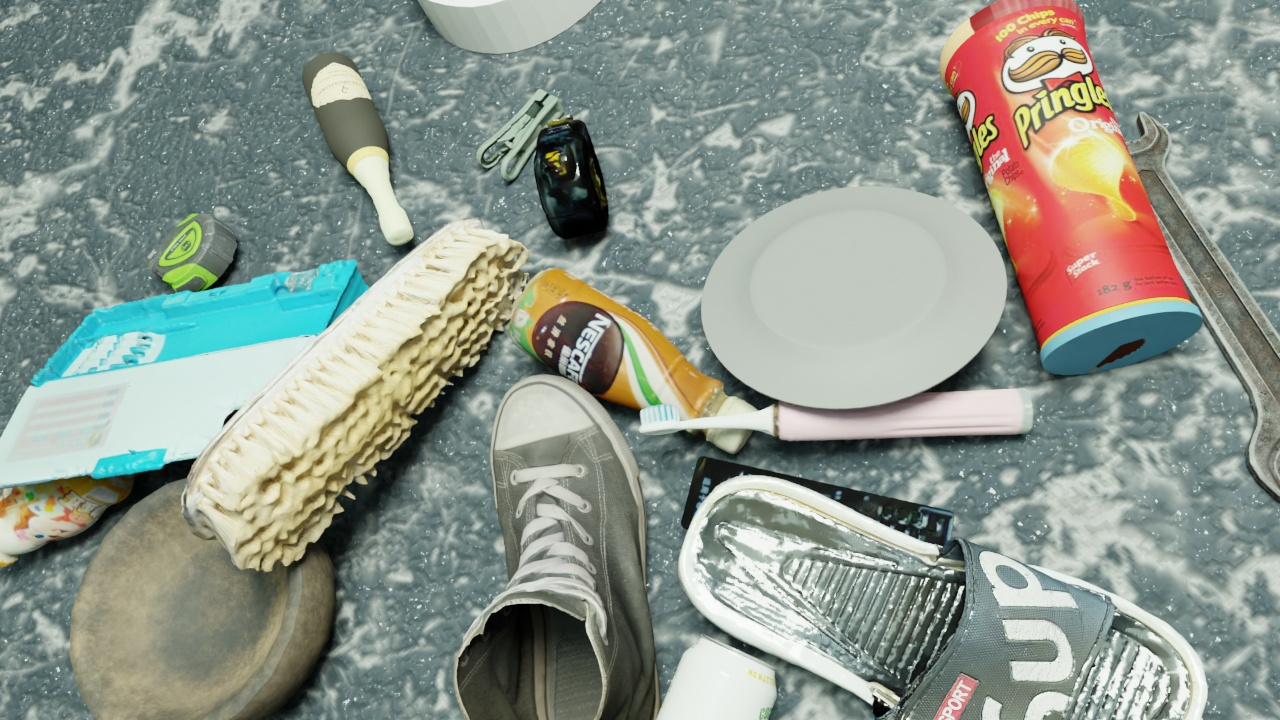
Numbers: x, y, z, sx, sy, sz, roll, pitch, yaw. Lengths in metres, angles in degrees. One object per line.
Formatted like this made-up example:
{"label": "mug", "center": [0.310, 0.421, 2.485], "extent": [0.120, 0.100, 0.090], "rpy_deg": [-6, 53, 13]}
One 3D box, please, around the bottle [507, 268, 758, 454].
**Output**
{"label": "bottle", "center": [-0.003, 0.003, 0.579], "extent": [0.167, 0.059, 0.059], "rpy_deg": [31, 79, 15]}

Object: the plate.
{"label": "plate", "center": [0.123, -0.047, 0.548], "extent": [0.178, 0.012, 0.178], "rpy_deg": [-10, 49, 12]}

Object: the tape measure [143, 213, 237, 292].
{"label": "tape measure", "center": [-0.347, -0.082, 0.720], "extent": [0.065, 0.036, 0.059], "rpy_deg": [-49, 56, -4]}

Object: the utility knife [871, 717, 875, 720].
{"label": "utility knife", "center": [0.143, 0.185, 0.489], "extent": [0.141, 0.015, 0.022], "rpy_deg": [-41, 44, -6]}

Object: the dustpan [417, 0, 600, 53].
{"label": "dustpan", "center": [-0.093, -0.376, 0.758], "extent": [0.192, 0.053, 0.257], "rpy_deg": [16, 74, 21]}

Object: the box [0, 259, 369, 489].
{"label": "box", "center": [-0.317, 0.008, 0.631], "extent": [0.227, 0.039, 0.181], "rpy_deg": [-9, 40, 10]}

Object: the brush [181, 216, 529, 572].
{"label": "brush", "center": [-0.164, 0.009, 0.567], "extent": [0.057, 0.083, 0.270], "rpy_deg": [24, 54, 21]}

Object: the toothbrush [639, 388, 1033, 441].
{"label": "toothbrush", "center": [0.110, 0.032, 0.529], "extent": [0.222, 0.027, 0.026], "rpy_deg": [-2, 64, 2]}

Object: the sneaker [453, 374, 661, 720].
{"label": "sneaker", "center": [-0.051, 0.109, 0.507], "extent": [0.095, 0.120, 0.234], "rpy_deg": [-10, 70, 12]}

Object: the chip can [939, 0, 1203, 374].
{"label": "chip can", "center": [0.246, -0.105, 0.538], "extent": [0.087, 0.087, 0.213], "rpy_deg": [-13, 67, 10]}

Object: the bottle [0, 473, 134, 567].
{"label": "bottle", "center": [-0.417, 0.098, 0.650], "extent": [0.109, 0.063, 0.063], "rpy_deg": [-38, 64, -2]}

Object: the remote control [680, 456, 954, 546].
{"label": "remote control", "center": [0.101, 0.094, 0.534], "extent": [0.150, 0.022, 0.047], "rpy_deg": [12, 72, 17]}

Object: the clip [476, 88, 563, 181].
{"label": "clip", "center": [-0.090, -0.170, 0.691], "extent": [0.037, 0.023, 0.075], "rpy_deg": [32, 78, 25]}

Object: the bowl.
{"label": "bowl", "center": [-0.265, 0.157, 0.580], "extent": [0.162, 0.070, 0.162], "rpy_deg": [-6, 67, 13]}

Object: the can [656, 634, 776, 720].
{"label": "can", "center": [0.033, 0.203, 0.488], "extent": [0.055, 0.055, 0.101], "rpy_deg": [19, 74, 21]}

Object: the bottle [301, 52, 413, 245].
{"label": "bottle", "center": [-0.214, -0.161, 0.708], "extent": [0.045, 0.045, 0.184], "rpy_deg": [-30, 64, 2]}

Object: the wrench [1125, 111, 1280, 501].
{"label": "wrench", "center": [0.333, -0.038, 0.529], "extent": [0.070, 0.010, 0.273], "rpy_deg": [-21, 65, 6]}

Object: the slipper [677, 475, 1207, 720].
{"label": "slipper", "center": [0.141, 0.134, 0.465], "extent": [0.264, 0.063, 0.111], "rpy_deg": [21, 78, 22]}

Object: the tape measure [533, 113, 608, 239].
{"label": "tape measure", "center": [-0.047, -0.122, 0.633], "extent": [0.042, 0.072, 0.071], "rpy_deg": [-13, 37, 5]}
